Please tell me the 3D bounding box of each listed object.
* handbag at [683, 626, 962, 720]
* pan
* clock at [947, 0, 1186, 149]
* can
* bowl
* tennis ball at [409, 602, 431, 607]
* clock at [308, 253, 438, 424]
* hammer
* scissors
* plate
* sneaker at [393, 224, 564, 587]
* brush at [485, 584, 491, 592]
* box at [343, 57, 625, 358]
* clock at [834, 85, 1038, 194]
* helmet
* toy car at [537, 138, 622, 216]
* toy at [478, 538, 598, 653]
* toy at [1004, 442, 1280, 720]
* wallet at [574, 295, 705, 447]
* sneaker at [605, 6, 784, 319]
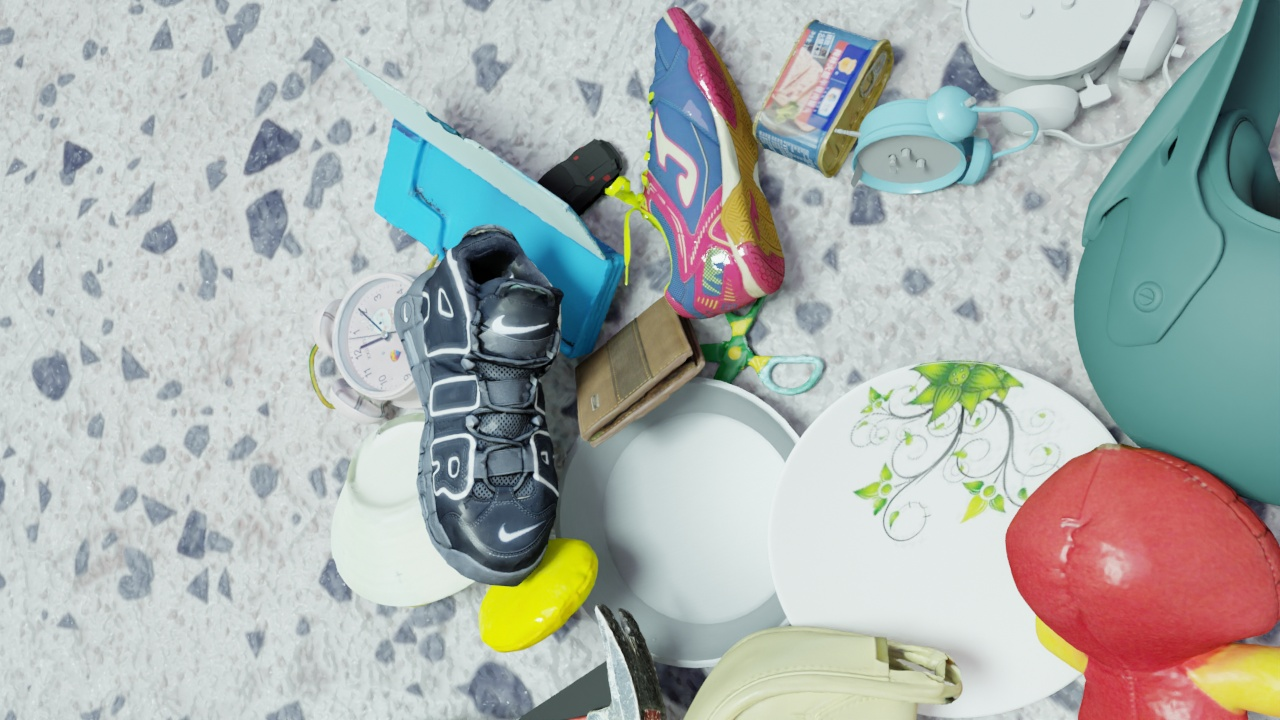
[{"bbox_3d":[0.094,0.277,0.575,0.191,0.088,0.233,4,100,7],"label":"handbag"},{"bbox_3d":[0.003,0.184,0.656,0.201,0.050,0.356,24,94,23],"label":"pan"},{"bbox_3d":[0.279,-0.212,0.603,0.120,0.061,0.159,-32,71,14],"label":"clock"},{"bbox_3d":[0.132,-0.190,0.661,0.059,0.054,0.100,30,93,24],"label":"can"},{"bbox_3d":[-0.168,0.090,0.689,0.177,0.058,0.176,-11,49,13],"label":"bowl"},{"bbox_3d":[-0.177,0.160,0.721,0.065,0.065,0.065,-3,81,20],"label":"tennis ball"},{"bbox_3d":[-0.211,-0.012,0.760,0.158,0.058,0.116,-23,77,22],"label":"clock"},{"bbox_3d":[-0.117,0.265,0.656,0.327,0.036,0.140,-20,58,34],"label":"hammer"},{"bbox_3d":[0.077,-0.004,0.677,0.130,0.011,0.125,28,98,23],"label":"scissors"},{"bbox_3d":[0.197,0.113,0.588,0.229,0.030,0.229,1,96,7],"label":"plate"},{"bbox_3d":[-0.091,0.014,0.617,0.151,0.097,0.252,-50,49,47],"label":"sneaker"},{"bbox_3d":[-0.100,0.150,0.707,0.049,0.039,0.117,-17,74,19],"label":"brush"},{"bbox_3d":[-0.117,-0.127,0.709,0.243,0.171,0.070,36,58,23],"label":"box"},{"bbox_3d":[0.198,-0.143,0.612,0.123,0.087,0.042,-3,67,31],"label":"clock"},{"bbox_3d":[0.340,-0.064,0.479,0.200,0.176,0.275,30,117,37],"label":"helmet"},{"bbox_3d":[-0.057,-0.140,0.734,0.092,0.036,0.042,-40,71,11],"label":"toy car"},{"bbox_3d":[-0.070,0.159,0.627,0.095,0.094,0.041,-42,109,-15],"label":"toy"},{"bbox_3d":[0.274,0.148,0.489,0.148,0.098,0.216,-11,104,44],"label":"toy"},{"bbox_3d":[-0.004,0.004,0.661,0.099,0.121,0.027,-37,113,11],"label":"wallet"},{"bbox_3d":[0.029,-0.145,0.663,0.091,0.116,0.241,-22,65,27],"label":"sneaker"}]
